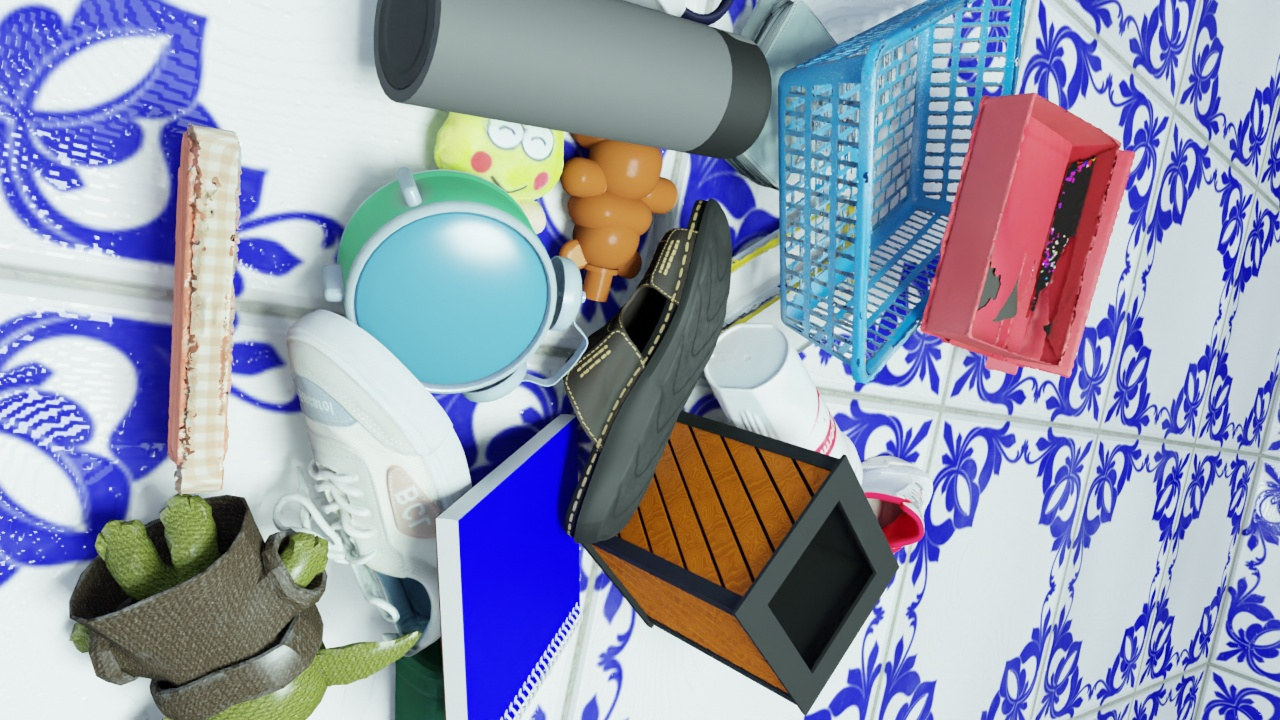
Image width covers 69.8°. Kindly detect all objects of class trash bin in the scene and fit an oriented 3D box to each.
[{"bbox_3d":[0.075,0.148,0.721,0.139,0.172,0.140,-49,129,-23],"label":"trash bin"}]

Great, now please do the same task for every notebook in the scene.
[{"bbox_3d":[-0.079,0.146,0.605,0.208,0.022,0.172,-42,134,-71],"label":"notebook"}]

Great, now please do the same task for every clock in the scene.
[{"bbox_3d":[-0.102,-0.038,0.557,0.161,0.075,0.122,34,103,-33],"label":"clock"}]

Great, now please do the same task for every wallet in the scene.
[{"bbox_3d":[0.106,-0.214,0.741,0.100,0.054,0.131,32,81,-43],"label":"wallet"}]

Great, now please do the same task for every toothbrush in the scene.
[{"bbox_3d":[0.019,-0.045,0.730,0.017,0.016,0.189,-13,110,-51],"label":"toothbrush"}]

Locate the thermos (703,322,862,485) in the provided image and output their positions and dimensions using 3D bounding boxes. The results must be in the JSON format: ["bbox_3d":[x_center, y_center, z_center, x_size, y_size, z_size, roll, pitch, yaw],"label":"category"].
[{"bbox_3d":[0.124,0.063,0.783,0.099,0.099,0.220,-55,138,-19],"label":"thermos"}]

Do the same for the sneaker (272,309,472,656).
[{"bbox_3d":[-0.154,0.085,0.537,0.090,0.090,0.242,-47,139,-34],"label":"sneaker"}]

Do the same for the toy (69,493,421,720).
[{"bbox_3d":[-0.227,0.142,0.496,0.179,0.078,0.153,-22,121,-4],"label":"toy"}]

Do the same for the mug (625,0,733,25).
[{"bbox_3d":[0.017,-0.273,0.614,0.112,0.079,0.096,25,82,-16],"label":"mug"}]

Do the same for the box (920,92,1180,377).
[{"bbox_3d":[0.331,-0.106,0.782,0.164,0.153,0.214,0,105,-77],"label":"box"}]

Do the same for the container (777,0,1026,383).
[{"bbox_3d":[0.224,-0.174,0.781,0.360,0.089,0.257,-38,133,-44],"label":"container"}]

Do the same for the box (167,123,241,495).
[{"bbox_3d":[-0.224,-0.025,0.472,0.042,0.083,0.187,2,101,-32],"label":"box"}]

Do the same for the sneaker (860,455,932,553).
[{"bbox_3d":[0.249,0.156,0.931,0.236,0.104,0.090,1,100,-43],"label":"sneaker"}]

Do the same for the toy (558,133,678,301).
[{"bbox_3d":[-0.022,-0.108,0.654,0.094,0.065,0.128,5,106,-36],"label":"toy"}]

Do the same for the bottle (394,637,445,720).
[{"bbox_3d":[-0.133,0.257,0.632,0.061,0.061,0.131,-7,105,-44],"label":"bottle"}]

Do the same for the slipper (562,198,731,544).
[{"bbox_3d":[-0.004,0.004,0.674,0.267,0.076,0.113,-67,160,-4],"label":"slipper"}]

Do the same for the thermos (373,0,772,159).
[{"bbox_3d":[-0.030,-0.178,0.555,0.240,0.082,0.082,-1,101,-39],"label":"thermos"}]

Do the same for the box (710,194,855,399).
[{"bbox_3d":[0.129,-0.058,0.818,0.209,0.036,0.130,-34,125,-34],"label":"box"}]

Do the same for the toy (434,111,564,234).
[{"bbox_3d":[-0.092,-0.115,0.589,0.092,0.046,0.115,4,106,-41],"label":"toy"}]
